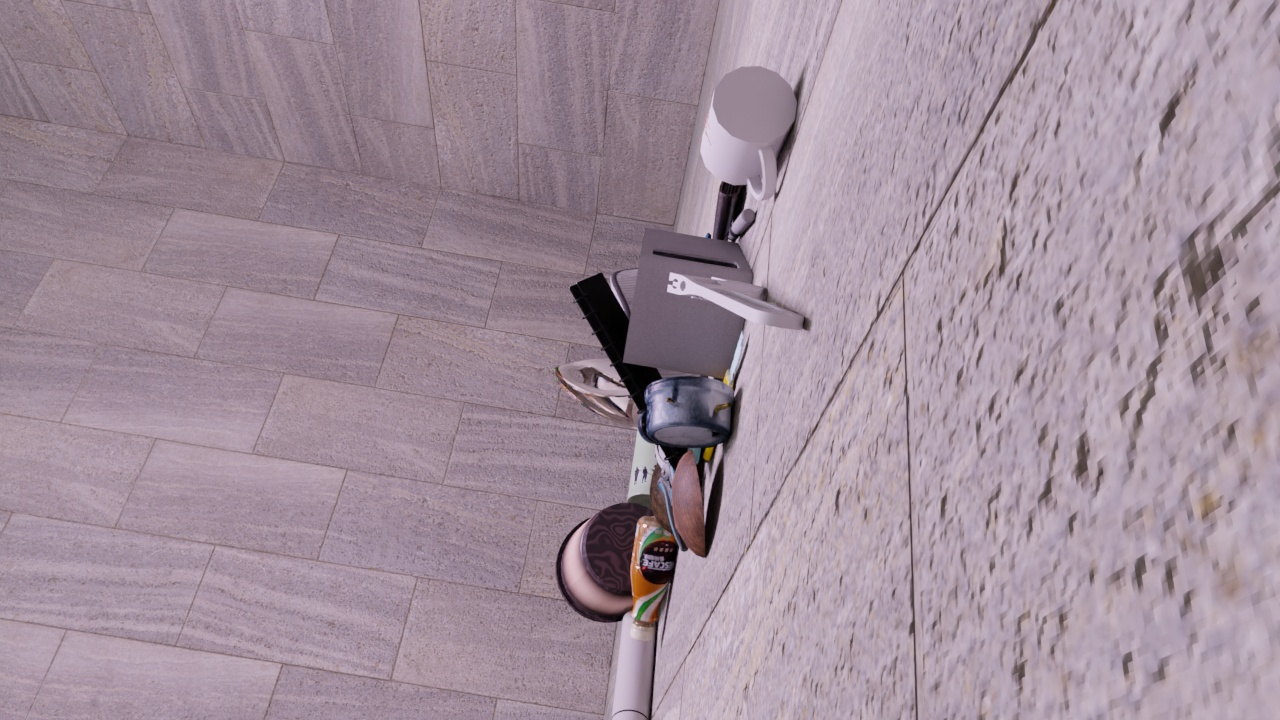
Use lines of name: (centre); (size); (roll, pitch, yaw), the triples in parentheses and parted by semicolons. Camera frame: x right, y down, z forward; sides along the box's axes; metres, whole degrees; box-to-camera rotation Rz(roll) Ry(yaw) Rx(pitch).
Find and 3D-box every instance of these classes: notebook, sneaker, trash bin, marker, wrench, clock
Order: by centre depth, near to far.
wrench: (0.083, -0.047, 0.727); (0.273, 0.086, 0.018); (-134, 53, -76)
clock: (0.045, 0.056, 0.912); (0.130, 0.090, 0.052); (111, 163, -68)
trash bin: (0.050, -0.071, 1.041); (0.228, 0.114, 0.114); (-84, 3, -74)
marker: (0.114, -0.154, 1.048); (0.140, 0.016, 0.016); (149, 130, -89)
notebook: (-0.006, 0.006, 1.071); (0.231, 0.019, 0.169); (60, -170, -5)
sneaker: (0.017, -0.011, 1.315); (0.129, 0.096, 0.262); (94, 158, -44)

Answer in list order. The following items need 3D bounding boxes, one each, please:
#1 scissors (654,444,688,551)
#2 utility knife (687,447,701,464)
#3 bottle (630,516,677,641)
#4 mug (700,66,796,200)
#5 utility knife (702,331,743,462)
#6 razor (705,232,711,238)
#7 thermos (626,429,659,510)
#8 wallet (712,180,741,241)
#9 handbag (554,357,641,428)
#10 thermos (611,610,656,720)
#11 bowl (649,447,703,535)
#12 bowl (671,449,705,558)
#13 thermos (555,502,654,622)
scissors: (0.041, 0.149, 1.056); (0.148, 0.019, 0.132); (179, 96, -65)
utility knife: (0.066, 0.066, 1.008); (0.022, 0.015, 0.120); (-68, -11, -64)
bottle: (0.013, 0.302, 1.268); (0.059, 0.059, 0.167); (-167, 86, -89)
mug: (0.102, -0.200, 0.844); (0.090, 0.073, 0.105); (103, 151, -77)
utility knife: (0.086, 0.041, 0.953); (0.207, 0.018, 0.030); (105, 166, -49)
razor: (0.094, -0.101, 1.240); (0.042, 0.022, 0.144); (-72, -17, -47)
thermos: (0.032, 0.130, 1.472); (0.082, 0.082, 0.230); (100, 178, -55)
wallet: (0.115, -0.202, 1.186); (0.119, 0.031, 0.100); (-73, -6, -48)
handbag: (-0.031, 0.057, 1.371); (0.201, 0.199, 0.093); (26, 107, 52)
thermos: (-0.009, 0.456, 1.305); (0.223, 0.052, 0.052); (-82, 2, -57)
bowl: (0.041, 0.157, 1.141); (0.121, 0.056, 0.121); (177, 102, -89)
bowl: (0.046, 0.148, 0.938); (0.101, 0.026, 0.114); (-99, 3, -48)
thermos: (-0.037, 0.307, 1.416); (0.227, 0.172, 0.172); (117, 164, -66)
